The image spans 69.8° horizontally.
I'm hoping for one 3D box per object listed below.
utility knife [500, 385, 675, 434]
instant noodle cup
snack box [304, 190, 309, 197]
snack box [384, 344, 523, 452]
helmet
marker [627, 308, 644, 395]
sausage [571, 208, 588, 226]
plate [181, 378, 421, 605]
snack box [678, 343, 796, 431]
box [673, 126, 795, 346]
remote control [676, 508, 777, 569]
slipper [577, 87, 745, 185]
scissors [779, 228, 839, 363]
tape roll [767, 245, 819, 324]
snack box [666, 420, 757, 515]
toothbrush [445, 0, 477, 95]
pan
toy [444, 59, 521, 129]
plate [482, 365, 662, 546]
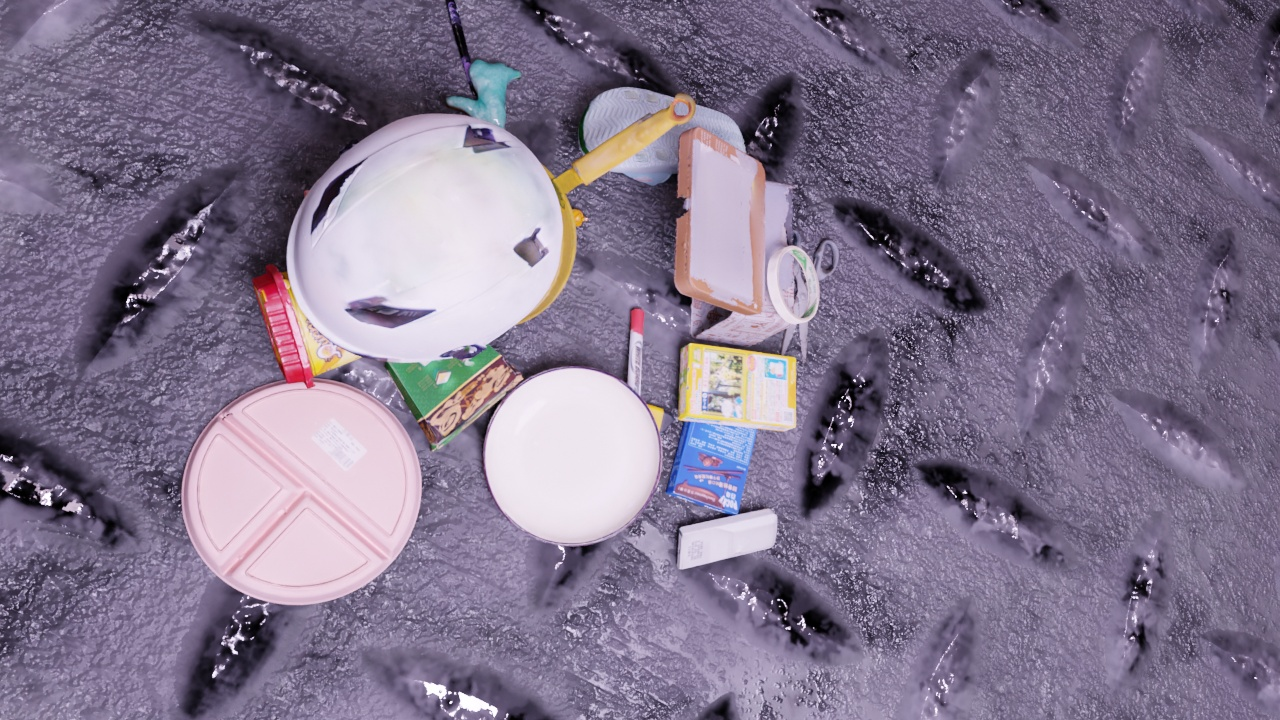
[{"bbox_3d":[-0.066,0.050,1.038,0.223,0.015,0.033,12,89,-17],"label":"utility knife"},{"bbox_3d":[-0.306,-0.046,0.913,0.123,0.116,0.116,-18,110,-23],"label":"instant noodle cup"},{"bbox_3d":[-0.301,-0.137,0.939,0.075,0.153,0.026,-4,120,-20],"label":"snack box"},{"bbox_3d":[-0.201,0.018,0.939,0.117,0.118,0.105,-41,95,-17],"label":"snack box"},{"bbox_3d":[-0.182,-0.117,0.829,0.258,0.146,0.229,-26,92,-25],"label":"helmet"},{"bbox_3d":[-0.006,0.006,1.053,0.017,0.017,0.145,12,60,-17],"label":"marker"},{"bbox_3d":[-0.140,-0.175,1.062,0.165,0.021,0.021,6,76,-19],"label":"sausage"},{"bbox_3d":[-0.336,0.128,0.922,0.229,0.028,0.229,4,76,-18],"label":"plate"},{"bbox_3d":[0.114,0.032,1.069,0.140,0.034,0.086,8,74,-20],"label":"snack box"},{"bbox_3d":[0.106,-0.127,1.028,0.136,0.269,0.179,0,77,13],"label":"box"},{"bbox_3d":[0.100,0.204,1.048,0.124,0.024,0.049,-8,115,-20],"label":"remote control"},{"bbox_3d":[0.025,-0.265,1.117,0.244,0.074,0.104,-4,77,-36],"label":"slipper"},{"bbox_3d":[0.210,-0.088,1.171,0.164,0.014,0.164,-30,89,-22],"label":"scissors"},{"bbox_3d":[0.169,-0.083,1.010,0.085,0.014,0.085,11,74,-46],"label":"tape roll"},{"bbox_3d":[0.090,0.094,1.078,0.084,0.026,0.157,21,72,-14],"label":"snack box"},{"bbox_3d":[-0.219,-0.404,1.091,0.014,0.017,0.189,-13,84,-27],"label":"toothbrush"},{"bbox_3d":[-0.098,-0.172,0.963,0.358,0.078,0.197,-31,94,17],"label":"pan"},{"bbox_3d":[-0.182,-0.310,1.072,0.096,0.030,0.091,4,75,-32],"label":"toy"},{"bbox_3d":[-0.072,0.103,0.992,0.192,0.039,0.192,0,80,2],"label":"plate"}]
